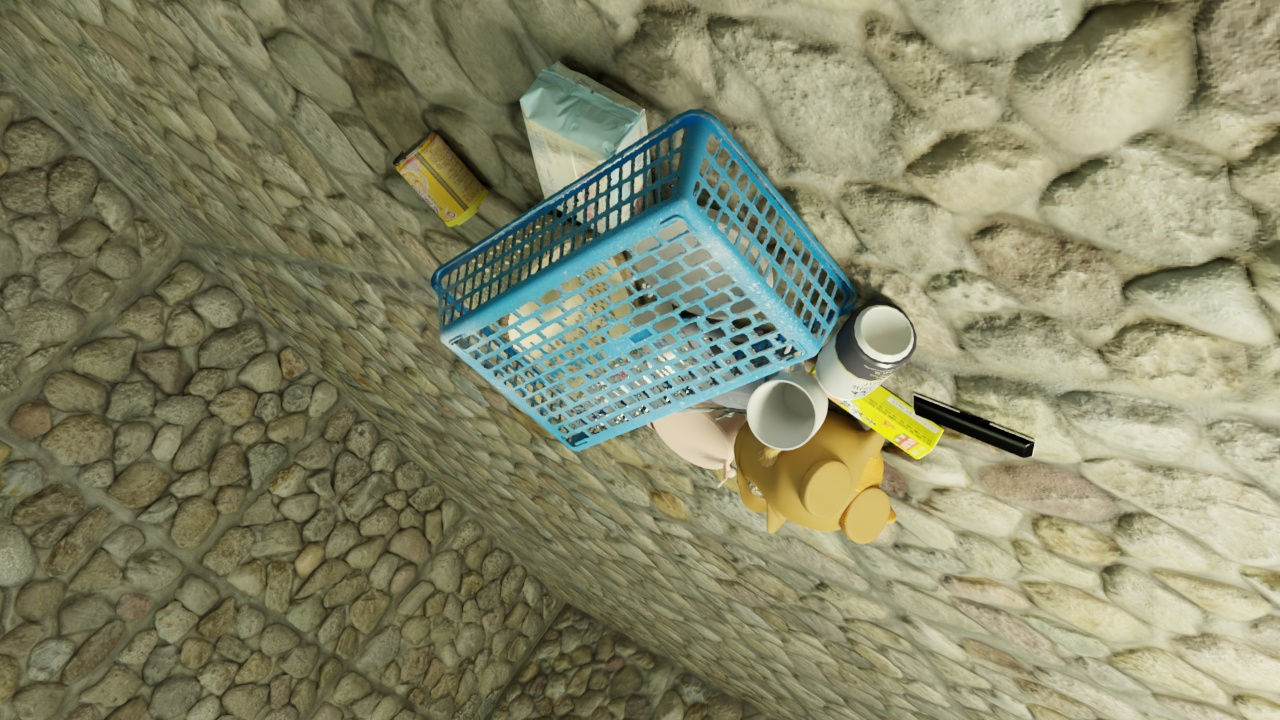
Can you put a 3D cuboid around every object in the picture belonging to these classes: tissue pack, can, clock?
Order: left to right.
[{"bbox_3d":[-0.244,-0.222,1.125,0.105,0.067,0.068,49,156,-26],"label":"can"},{"bbox_3d":[-0.045,-0.192,0.886,0.112,0.069,0.182,30,160,18],"label":"tissue pack"},{"bbox_3d":[0.072,0.091,1.243,0.160,0.086,0.131,42,149,13],"label":"clock"},{"bbox_3d":[0.150,0.162,1.335,0.086,0.043,0.086,31,158,14],"label":"can"},{"bbox_3d":[0.211,-0.004,0.879,0.064,0.064,0.127,35,158,5],"label":"can"}]

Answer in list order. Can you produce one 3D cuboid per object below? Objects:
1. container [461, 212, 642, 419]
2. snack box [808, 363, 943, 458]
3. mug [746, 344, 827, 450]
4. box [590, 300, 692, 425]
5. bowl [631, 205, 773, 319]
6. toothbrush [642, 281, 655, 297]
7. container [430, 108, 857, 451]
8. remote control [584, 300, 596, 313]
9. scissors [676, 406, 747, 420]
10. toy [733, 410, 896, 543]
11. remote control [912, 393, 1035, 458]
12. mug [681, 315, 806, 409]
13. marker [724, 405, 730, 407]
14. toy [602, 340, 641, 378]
[{"bbox_3d":[-0.104,-0.058,1.108,0.143,0.184,0.246,34,158,35],"label":"container"},{"bbox_3d":[0.247,0.047,0.975,0.148,0.028,0.040,35,158,6],"label":"snack box"},{"bbox_3d":[0.156,0.028,0.938,0.071,0.089,0.107,2,101,24],"label":"mug"},{"bbox_3d":[-0.006,0.016,1.093,0.109,0.137,0.126,72,180,-54],"label":"box"},{"bbox_3d":[0.066,-0.105,0.912,0.149,0.043,0.150,20,149,12],"label":"bowl"},{"bbox_3d":[0.008,-0.120,1.022,0.014,0.014,0.168,41,161,21],"label":"toothbrush"},{"bbox_3d":[-0.012,-0.042,0.874,0.363,0.089,0.257,-25,125,35],"label":"container"},{"bbox_3d":[-0.098,-0.083,1.256,0.136,0.013,0.033,30,158,17],"label":"remote control"},{"bbox_3d":[0.111,0.059,1.095,0.142,0.014,0.173,1,-176,34],"label":"scissors"},{"bbox_3d":[0.184,0.126,1.077,0.198,0.162,0.203,33,174,-29],"label":"toy"},{"bbox_3d":[0.328,0.066,0.913,0.124,0.011,0.028,24,155,30],"label":"remote control"},{"bbox_3d":[0.112,0.002,1.018,0.104,0.083,0.124,12,145,45],"label":"mug"},{"bbox_3d":[0.071,0.019,1.191,0.126,0.025,0.025,34,158,8],"label":"marker"},{"bbox_3d":[-0.022,0.002,1.268,0.084,0.046,0.103,55,164,-11],"label":"toy"}]
